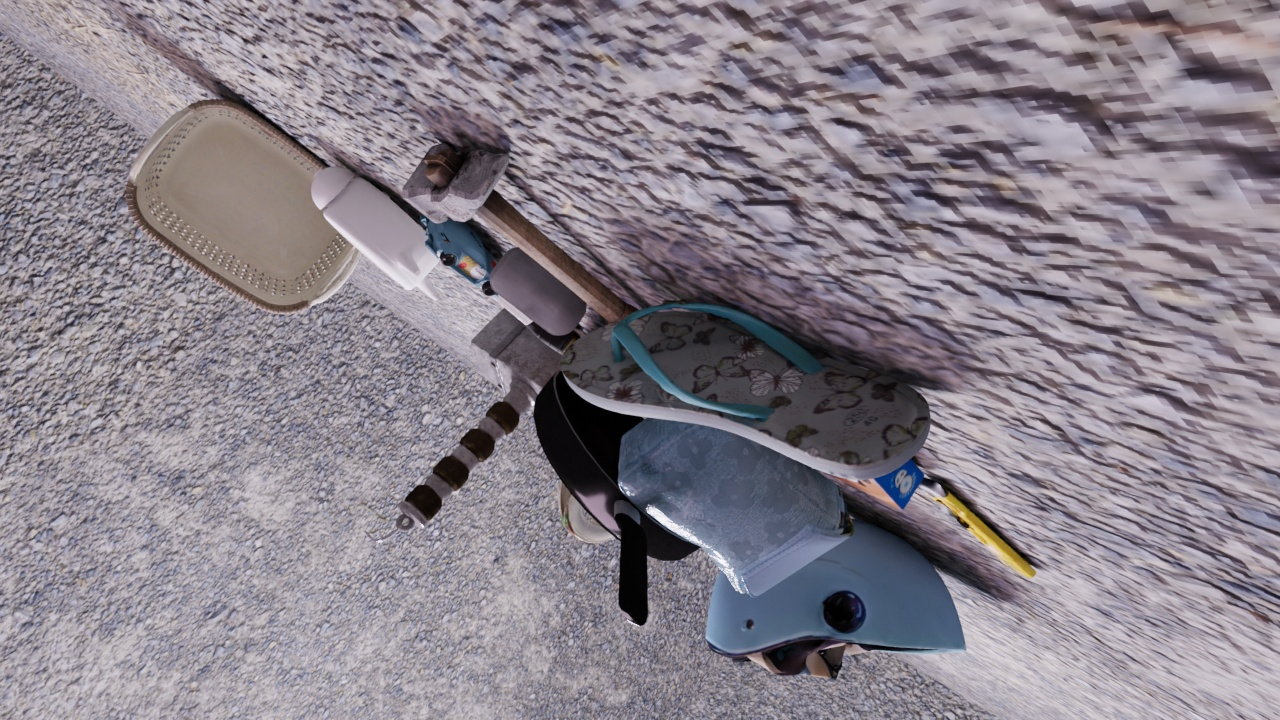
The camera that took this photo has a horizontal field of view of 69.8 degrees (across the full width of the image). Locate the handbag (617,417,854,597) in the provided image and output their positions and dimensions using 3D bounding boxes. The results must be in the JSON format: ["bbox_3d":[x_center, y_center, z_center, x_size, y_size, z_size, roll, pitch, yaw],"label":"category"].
[{"bbox_3d":[0.073,0.099,0.740,0.192,0.122,0.118,40,-155,-21],"label":"handbag"}]

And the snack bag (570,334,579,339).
[{"bbox_3d":[-0.005,0.005,0.908,0.139,0.066,0.208,28,180,2],"label":"snack bag"}]

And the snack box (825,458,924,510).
[{"bbox_3d":[0.130,0.046,0.646,0.087,0.034,0.151,24,166,49],"label":"snack box"}]

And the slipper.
[{"bbox_3d":[0.052,-0.001,0.570,0.269,0.098,0.055,15,136,41],"label":"slipper"}]

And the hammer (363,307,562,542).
[{"bbox_3d":[-0.180,0.091,1.051,0.177,0.325,0.080,30,153,22],"label":"hammer"}]

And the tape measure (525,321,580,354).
[{"bbox_3d":[-0.094,-0.033,1.008,0.061,0.034,0.061,37,-177,4],"label":"tape measure"}]

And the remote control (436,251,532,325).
[{"bbox_3d":[-0.157,-0.089,0.925,0.136,0.011,0.050,42,-155,-39],"label":"remote control"}]

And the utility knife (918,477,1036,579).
[{"bbox_3d":[0.259,0.130,0.698,0.151,0.017,0.030,36,180,-28],"label":"utility knife"}]

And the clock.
[{"bbox_3d":[-0.277,-0.145,1.001,0.161,0.072,0.125,40,171,6],"label":"clock"}]

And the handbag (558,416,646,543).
[{"bbox_3d":[-0.035,0.145,1.211,0.093,0.199,0.201,32,169,36],"label":"handbag"}]

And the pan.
[{"bbox_3d":[-0.016,0.118,0.756,0.204,0.044,0.355,44,-167,-13],"label":"pan"}]

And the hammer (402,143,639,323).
[{"bbox_3d":[-0.036,-0.053,0.698,0.318,0.049,0.122,39,167,-36],"label":"hammer"}]

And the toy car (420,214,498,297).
[{"bbox_3d":[-0.160,-0.102,0.867,0.107,0.027,0.060,39,-154,-50],"label":"toy car"}]

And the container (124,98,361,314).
[{"bbox_3d":[-0.454,-0.181,1.076,0.246,0.184,0.143,40,179,-27],"label":"container"}]

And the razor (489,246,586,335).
[{"bbox_3d":[-0.107,-0.071,0.858,0.088,0.047,0.116,38,177,-24],"label":"razor"}]

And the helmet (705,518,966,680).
[{"bbox_3d":[0.203,0.249,0.970,0.266,0.166,0.225,0,164,18],"label":"helmet"}]
